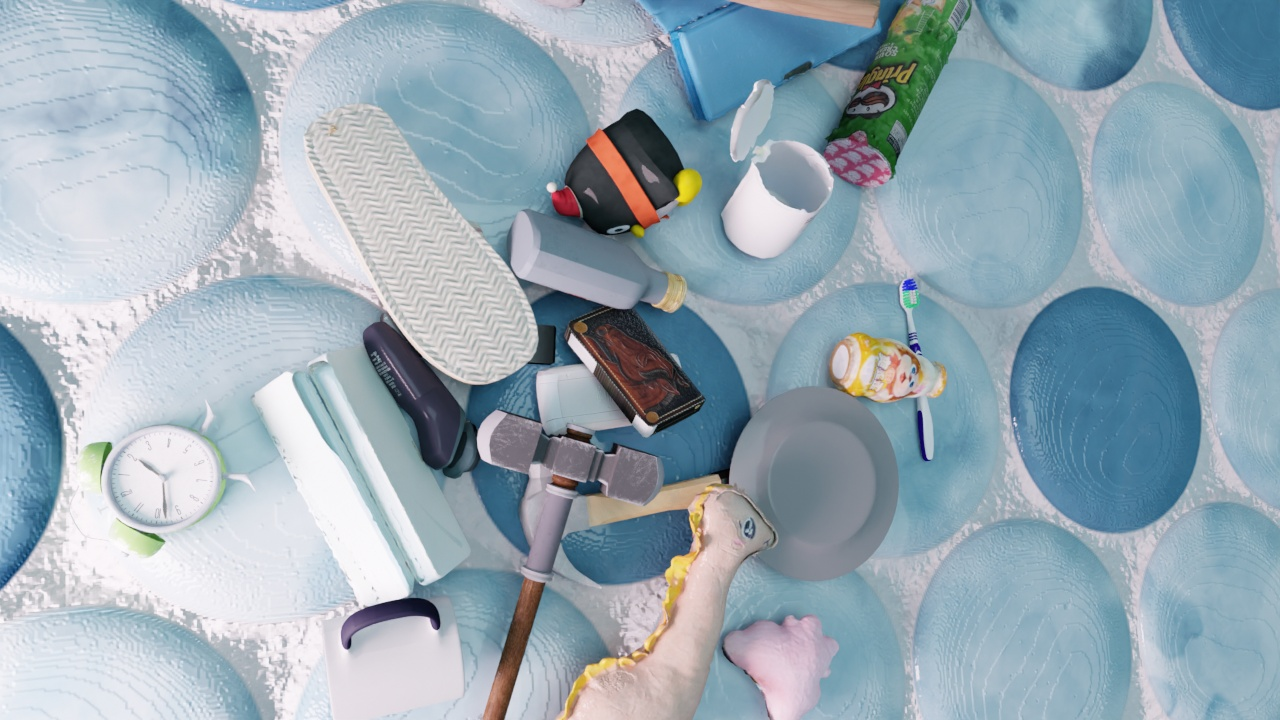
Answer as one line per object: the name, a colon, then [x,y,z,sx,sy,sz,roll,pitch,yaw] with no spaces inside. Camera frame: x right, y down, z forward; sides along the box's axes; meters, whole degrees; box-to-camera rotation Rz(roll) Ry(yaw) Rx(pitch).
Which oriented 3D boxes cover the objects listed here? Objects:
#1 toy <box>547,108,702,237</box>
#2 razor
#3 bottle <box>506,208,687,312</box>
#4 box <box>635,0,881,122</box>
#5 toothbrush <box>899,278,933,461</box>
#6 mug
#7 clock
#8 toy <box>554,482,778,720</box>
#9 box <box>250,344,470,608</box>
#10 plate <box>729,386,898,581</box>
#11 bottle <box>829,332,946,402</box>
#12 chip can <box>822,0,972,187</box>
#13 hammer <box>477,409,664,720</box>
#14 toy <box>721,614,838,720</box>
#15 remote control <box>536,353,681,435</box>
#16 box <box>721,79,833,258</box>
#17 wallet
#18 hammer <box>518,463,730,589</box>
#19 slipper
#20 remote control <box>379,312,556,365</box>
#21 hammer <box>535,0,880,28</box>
toy: [-0.018,-0.156,0.810,0.119,0.097,0.099,-33,95,3]
razor: [-0.180,0.031,0.749,0.143,0.047,0.052,56,44,-11]
bottle: [-0.033,-0.079,0.797,0.161,0.072,0.046,16,121,-30]
box: [0.116,-0.351,0.894,0.231,0.066,0.173,-32,93,-18]
toothbrush: [0.281,0.009,0.929,0.015,0.016,0.186,-4,84,-19]
mug: [-0.188,0.218,0.697,0.096,0.112,0.078,-7,45,-20]
clock: [-0.362,0.092,0.686,0.119,0.043,0.094,-27,91,-20]
toy: [0.013,0.224,0.763,0.196,0.065,0.264,15,94,-34]
box: [-0.230,0.097,0.729,0.096,0.085,0.199,-28,90,13]
plate: [0.165,0.112,0.842,0.178,0.012,0.178,2,85,-20]
bottle: [0.241,0.010,0.888,0.108,0.063,0.063,10,80,-15]
chip can: [0.262,-0.285,0.927,0.075,0.076,0.223,32,74,-13]
hammer: [-0.094,0.208,0.735,0.156,0.043,0.322,17,87,-10]
toy: [0.132,0.270,0.828,0.093,0.050,0.102,-37,93,-16]
remote control: [-0.024,0.030,0.817,0.138,0.025,0.060,-7,86,-22]
box: [0.114,-0.166,0.822,0.118,0.160,0.084,41,66,1]
wallet: [-0.005,0.005,0.798,0.072,0.020,0.123,-25,66,-31]
hammer: [0.055,0.119,0.828,0.327,0.039,0.131,-6,87,-20]
slipper: [-0.182,-0.095,0.766,0.114,0.052,0.263,-35,89,-23]
remote control: [-0.147,-0.018,0.788,0.150,0.013,0.034,4,82,-18]
hammer: [0.053,-0.345,0.830,0.328,0.052,0.098,13,79,1]
